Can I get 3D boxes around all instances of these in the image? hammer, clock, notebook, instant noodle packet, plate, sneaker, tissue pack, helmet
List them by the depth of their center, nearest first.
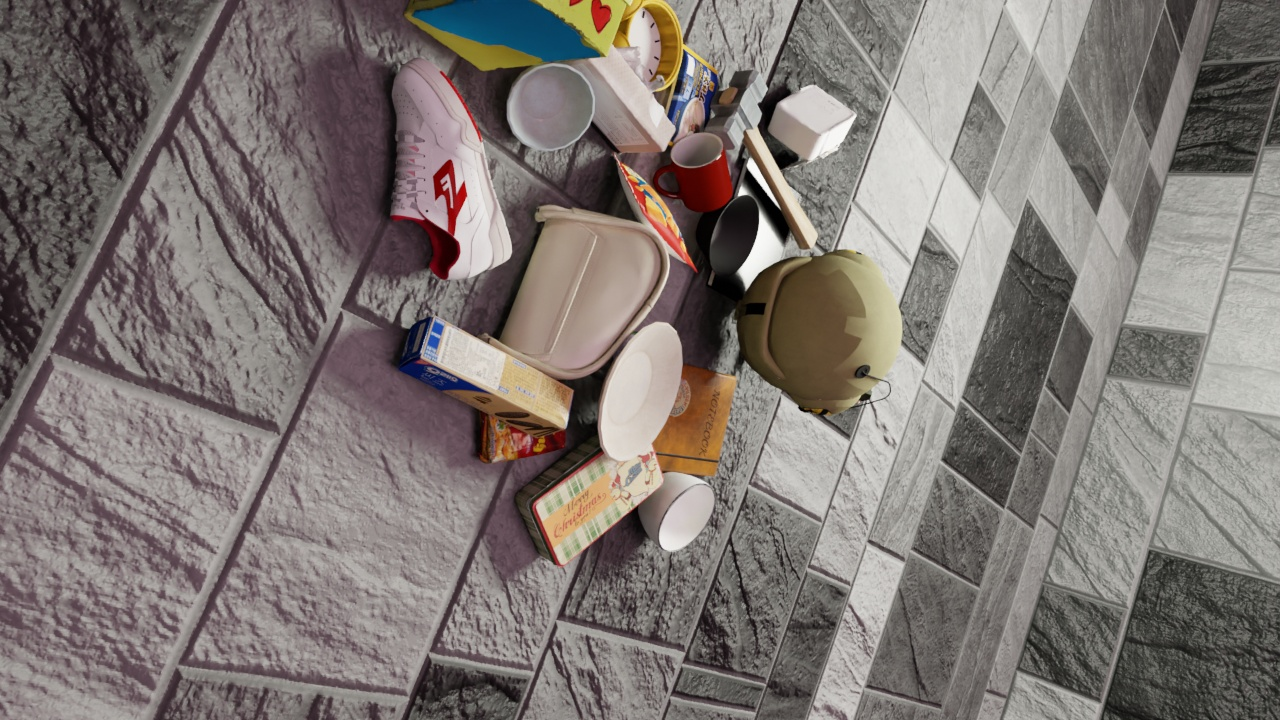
[{"bbox_3d":[-0.226,-0.193,0.982,0.104,0.090,0.237,-34,125,-29],"label":"sneaker"},{"bbox_3d":[-0.032,-0.334,1.128,0.181,0.104,0.071,46,64,-40],"label":"tissue pack"},{"bbox_3d":[-0.149,0.074,1.147,0.135,0.040,0.098,-8,97,-44],"label":"instant noodle packet"},{"bbox_3d":[-0.004,-0.410,1.178,0.151,0.052,0.113,11,91,-51],"label":"clock"},{"bbox_3d":[-0.006,0.038,1.181,0.188,0.027,0.189,-37,137,-45],"label":"plate"},{"bbox_3d":[0.068,-0.357,1.278,0.087,0.026,0.134,16,87,-51],"label":"instant noodle packet"},{"bbox_3d":[0.255,-0.050,1.357,0.232,0.256,0.250,15,87,-49],"label":"helmet"},{"bbox_3d":[0.046,0.092,1.365,0.249,0.014,0.178,13,89,-46],"label":"notebook"},{"bbox_3d":[0.198,-0.282,1.387,0.323,0.051,0.117,49,59,-43],"label":"hammer"},{"bbox_3d":[0.181,-0.191,1.439,0.149,0.016,0.206,22,83,-45],"label":"notebook"}]

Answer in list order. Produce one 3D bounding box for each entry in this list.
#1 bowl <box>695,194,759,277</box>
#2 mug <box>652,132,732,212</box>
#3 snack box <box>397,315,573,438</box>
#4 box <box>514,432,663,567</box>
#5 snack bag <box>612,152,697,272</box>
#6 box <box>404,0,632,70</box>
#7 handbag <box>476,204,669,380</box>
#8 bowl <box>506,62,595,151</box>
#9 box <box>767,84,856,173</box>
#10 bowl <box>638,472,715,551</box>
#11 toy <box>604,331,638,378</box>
[{"bbox_3d":[0.117,-0.188,1.340,0.123,0.052,0.124,-33,136,-39],"label":"bowl"},{"bbox_3d":[0.070,-0.254,1.271,0.106,0.073,0.083,-19,140,2],"label":"mug"},{"bbox_3d":[-0.176,0.023,1.061,0.206,0.057,0.056,31,57,-33],"label":"snack box"},{"bbox_3d":[-0.063,0.174,1.235,0.205,0.050,0.118,-34,118,-29],"label":"box"},{"bbox_3d":[0.016,-0.194,1.209,0.039,0.130,0.144,-35,133,12],"label":"snack bag"},{"bbox_3d":[-0.128,-0.366,0.938,0.124,0.221,0.082,25,80,-43],"label":"box"},{"bbox_3d":[-0.090,-0.077,1.156,0.184,0.132,0.228,26,76,-20],"label":"handbag"},{"bbox_3d":[-0.110,-0.304,1.080,0.106,0.039,0.106,-13,131,-15],"label":"bowl"},{"bbox_3d":[0.258,-0.344,1.446,0.109,0.103,0.130,-36,160,-34],"label":"box"},{"bbox_3d":[0.048,0.215,1.344,0.116,0.066,0.116,-25,132,-32],"label":"bowl"},{"bbox_3d":[-0.007,0.007,1.261,0.080,0.036,0.099,16,91,-5],"label":"toy"}]
